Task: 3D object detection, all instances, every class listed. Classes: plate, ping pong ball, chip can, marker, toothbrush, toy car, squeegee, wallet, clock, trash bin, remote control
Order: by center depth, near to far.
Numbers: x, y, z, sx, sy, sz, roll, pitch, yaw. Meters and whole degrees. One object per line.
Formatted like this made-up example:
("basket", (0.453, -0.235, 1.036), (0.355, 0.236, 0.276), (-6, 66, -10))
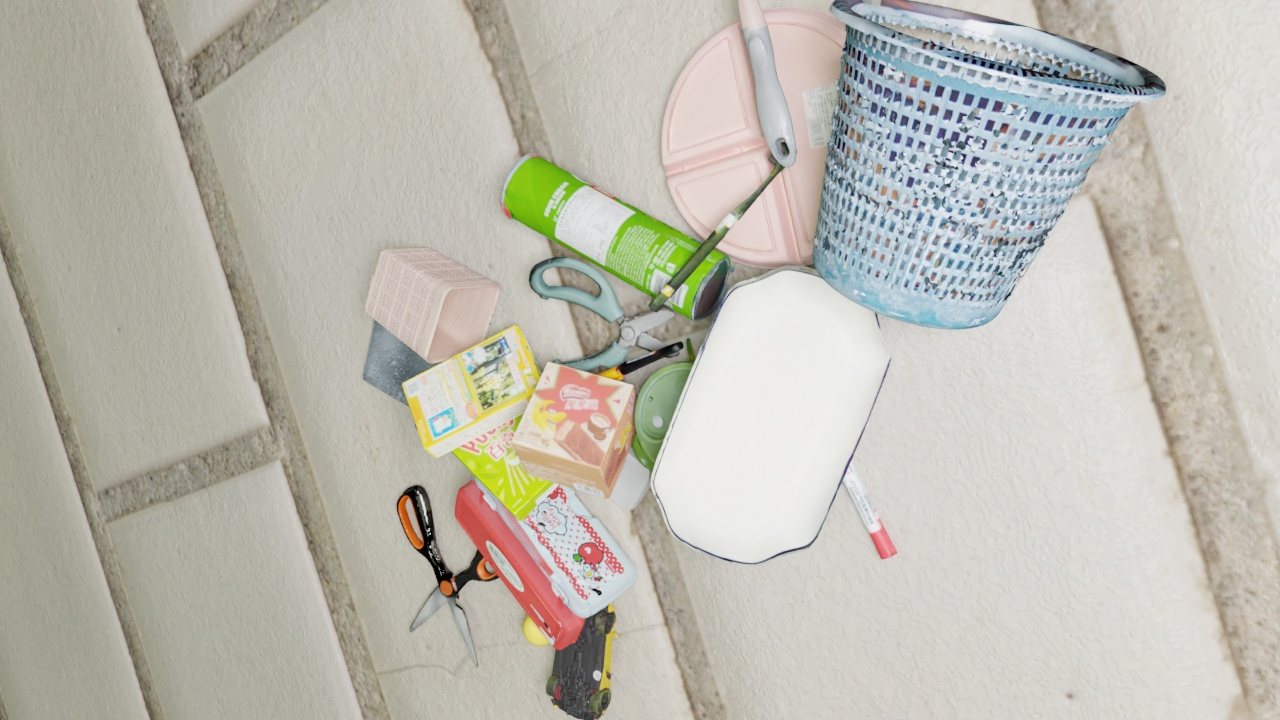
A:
("trash bin", (0.222, -0.139, 0.673), (0.227, 0.225, 0.195), (27, 123, 23))
("squeegee", (0.097, -0.285, 0.771), (0.248, 0.040, 0.249), (-13, 85, 28))
("toothbrush", (0.069, -0.115, 0.800), (0.017, 0.012, 0.186), (45, 99, 22))
("plate", (0.112, 0.049, 0.806), (0.162, 0.034, 0.266), (21, 94, -6))
("plate", (0.116, -0.195, 0.814), (0.230, 0.028, 0.229), (5, 101, 28))
("marker", (0.193, 0.111, 0.832), (0.017, 0.017, 0.145), (-28, 85, 30))
("chip can", (-0.025, -0.119, 0.880), (0.236, 0.072, 0.072), (31, 112, 21))
("clock", (0.052, 0.070, 0.881), (0.116, 0.056, 0.161), (29, 112, 22))
("marker", (-0.005, 0.005, 0.892), (0.124, 0.018, 0.015), (-24, 99, 40))
("remote control", (-0.053, 0.093, 0.964), (0.150, 0.021, 0.058), (37, 115, 19))
("toy car", (-0.060, 0.315, 0.997), (0.071, 0.041, 0.156), (7, 96, 28))
("ping pong ball", (-0.111, 0.298, 1.023), (0.040, 0.040, 0.040), (6, 102, 28))
("wallet", (-0.273, 0.000, 1.074), (0.121, 0.019, 0.097), (26, 109, 25))

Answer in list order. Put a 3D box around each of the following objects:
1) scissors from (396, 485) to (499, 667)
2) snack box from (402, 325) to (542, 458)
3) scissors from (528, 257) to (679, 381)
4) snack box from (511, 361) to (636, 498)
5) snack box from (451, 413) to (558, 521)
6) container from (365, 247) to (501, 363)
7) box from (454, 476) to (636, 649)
("scissors", (-0.220, 0.249, 1.087), (0.221, 0.021, 0.233), (-29, 84, 31))
("snack box", (-0.172, 0.032, 0.963), (0.140, 0.034, 0.087), (-29, 61, 1))
("scissors", (-0.051, -0.041, 0.919), (0.171, 0.019, 0.181), (-27, 102, 32))
("snack box", (-0.061, 0.068, 0.900), (0.093, 0.077, 0.094), (15, 63, 15))
("snack box", (-0.148, 0.087, 0.965), (0.085, 0.026, 0.156), (-43, 63, -13))
("container", (-0.230, -0.065, 0.997), (0.111, 0.089, 0.090), (31, 113, 24))
("box", (-0.103, 0.195, 0.983), (0.201, 0.100, 0.102), (48, 147, 20))
